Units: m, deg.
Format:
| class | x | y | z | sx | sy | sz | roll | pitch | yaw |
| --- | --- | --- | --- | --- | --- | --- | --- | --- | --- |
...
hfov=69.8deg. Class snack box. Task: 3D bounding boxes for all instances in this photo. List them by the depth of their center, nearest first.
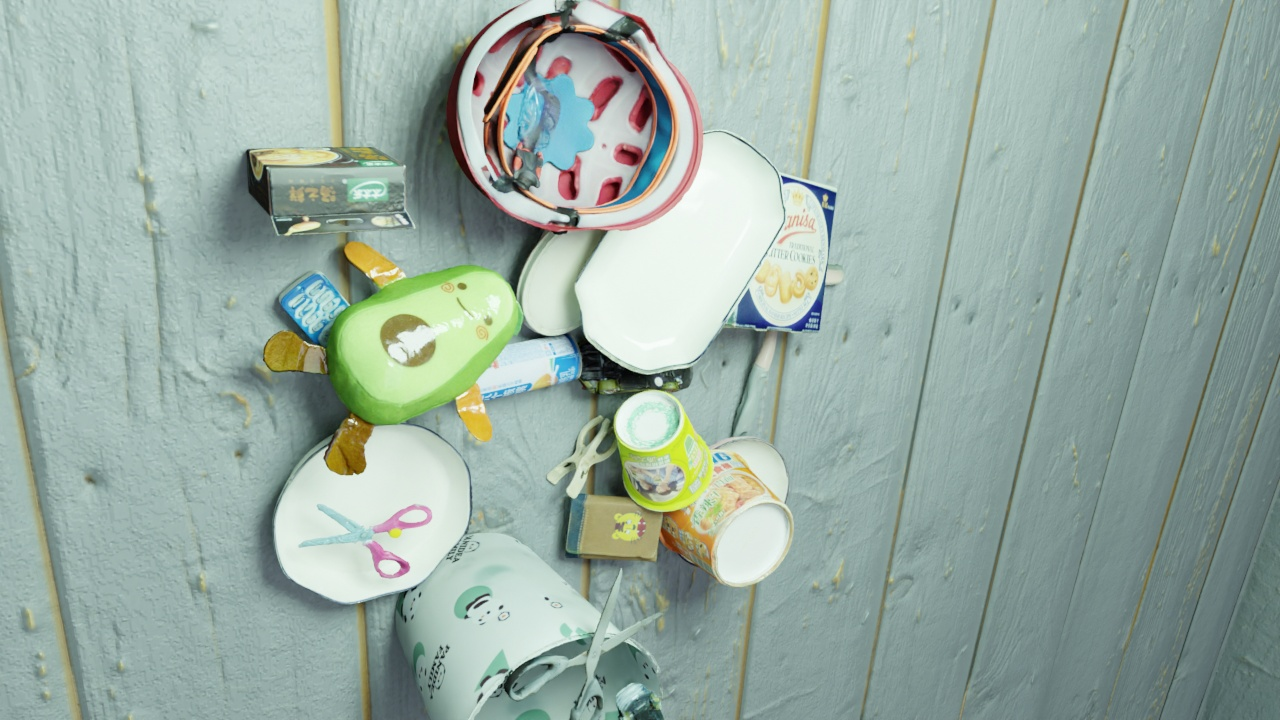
| class | x | y | z | sx | sy | sz | roll | pitch | yaw |
| --- | --- | --- | --- | --- | --- | --- | --- | --- | --- |
| snack box | -0.266 | -0.149 | 0.786 | 0.113 | 0.126 | 0.053 | -9 | 114 | -30 |
| snack box | 0.156 | -0.125 | 1.073 | 0.177 | 0.046 | 0.182 | 1 | 97 | -48 |

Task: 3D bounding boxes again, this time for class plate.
| class | x | y | z | sx | sy | sz | roll | pitch | yaw |
| --- | --- | --- | --- | --- | --- | --- | --- | --- | --- |
| plate | -0.278 | 0.154 | 0.956 | 0.204 | 0.045 | 0.205 | -14 | 117 | -29 |
| plate | 0.041 | -0.113 | 0.963 | 0.162 | 0.034 | 0.266 | 31 | 91 | -16 |
| plate | 0.111 | 0.183 | 1.221 | 0.192 | 0.039 | 0.193 | -13 | 117 | -27 |

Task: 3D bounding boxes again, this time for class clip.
| class | x | y | z | sx | sy | sz | roll | pitch | yaw |
| --- | --- | --- | --- | --- | --- | --- | --- | --- | --- |
| clip | -0.065 | 0.113 | 1.081 | 0.099 | 0.070 | 0.034 | -54 | 129 | -12 |

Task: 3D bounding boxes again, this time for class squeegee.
| class | x | y | z | sx | sy | sz | roll | pitch | yaw |
| --- | --- | --- | --- | --- | --- | --- | --- | --- | --- |
| squeegee | 0.153 | -0.004 | 1.173 | 0.247 | 0.040 | 0.250 | -1 | 111 | -34 |

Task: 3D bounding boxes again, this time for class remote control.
| class | x | y | z | sx | sy | sz | roll | pitch | yaw |
| --- | --- | --- | --- | --- | --- | --- | --- | --- | --- |
| remote control | -0.291 | -0.029 | 0.884 | 0.049 | 0.024 | 0.125 | -40 | 125 | -13 |

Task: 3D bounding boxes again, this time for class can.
| class | x | y | z | sx | sy | sz | roll | pitch | yaw |
| --- | --- | --- | --- | --- | --- | --- | --- | --- | --- |
| can | -0.133 | 0.009 | 0.983 | 0.134 | 0.053 | 0.053 | -13 | 116 | -28 |

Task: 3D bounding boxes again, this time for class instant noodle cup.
| class | x | y | z | sx | sy | sz | roll | pitch | yaw |
| --- | --- | --- | --- | --- | --- | --- | --- | --- | --- |
| instant noodle cup | 0.021 | 0.098 | 1.061 | 0.111 | 0.111 | 0.123 | -39 | 146 | -14 |
| instant noodle cup | 0.109 | 0.200 | 1.131 | 0.151 | 0.111 | 0.151 | -12 | 116 | -26 |

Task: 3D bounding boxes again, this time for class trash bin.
| class | x | y | z | sx | sy | sz | roll | pitch | yaw |
| --- | --- | --- | --- | --- | --- | --- | --- | --- | --- |
| trash bin | -0.138 | 0.325 | 0.987 | 0.229 | 0.252 | 0.230 | -13 | 115 | -29 |

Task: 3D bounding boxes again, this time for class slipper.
| class | x | y | z | sx | sy | sz | roll | pitch | yaw |
| --- | --- | --- | --- | --- | --- | --- | --- | --- | --- |
| slipper | -0.038 | -0.145 | 0.980 | 0.114 | 0.054 | 0.274 | 39 | 89 | -37 |

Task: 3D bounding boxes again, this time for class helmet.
| class | x | y | z | sx | sy | sz | roll | pitch | yaw |
| --- | --- | --- | --- | --- | --- | --- | --- | --- | --- |
| helmet | -0.072 | -0.226 | 0.865 | 0.239 | 0.144 | 0.207 | 18 | 95 | -33 |

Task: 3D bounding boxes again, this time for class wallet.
| class | x | y | z | sx | sy | sz | roll | pitch | yaw |
| --- | --- | --- | --- | --- | --- | --- | --- | --- | --- |
| wallet | -0.033 | 0.205 | 1.116 | 0.115 | 0.033 | 0.090 | 5 | 110 | -7 |

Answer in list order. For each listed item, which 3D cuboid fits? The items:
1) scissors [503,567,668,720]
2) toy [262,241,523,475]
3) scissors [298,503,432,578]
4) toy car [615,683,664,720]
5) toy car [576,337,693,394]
| class | x | y | z | sx | sy | sz | roll | pitch | yaw |
| --- | --- | --- | --- | --- | --- | --- | --- | --- | --- |
| scissors | -0.049 | 0.275 | 0.860 | 0.159 | 0.014 | 0.178 | 9 | 101 | -37 |
| toy | -0.216 | -0.013 | 0.868 | 0.246 | 0.090 | 0.227 | -36 | 101 | -26 |
| scissors | -0.278 | 0.185 | 0.933 | 0.133 | 0.017 | 0.118 | -6 | 117 | -26 |
| toy car | 0.001 | 0.358 | 0.910 | 0.042 | 0.034 | 0.091 | -34 | 126 | -21 |
| toy car | -0.006 | 0.006 | 1.063 | 0.158 | 0.042 | 0.070 | 3 | 72 | -33 |
